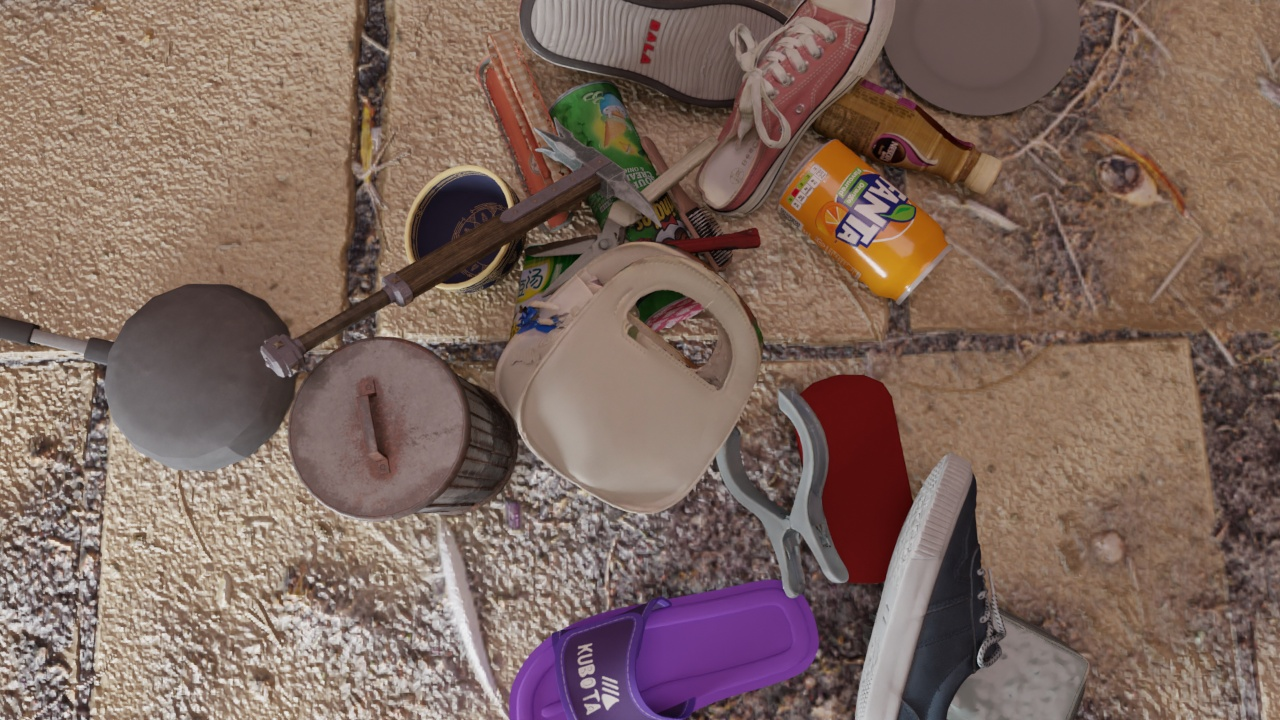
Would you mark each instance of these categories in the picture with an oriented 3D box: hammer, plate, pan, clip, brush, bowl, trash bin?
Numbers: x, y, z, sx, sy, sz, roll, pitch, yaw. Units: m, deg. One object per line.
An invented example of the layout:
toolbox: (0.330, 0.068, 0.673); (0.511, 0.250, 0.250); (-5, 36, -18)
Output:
hammer: (-0.135, -0.077, 0.688); (0.316, 0.028, 0.147); (-36, 61, -27)
plate: (0.313, -0.308, 0.850); (0.178, 0.012, 0.178); (-1, 81, 4)
pan: (-0.496, -0.007, 0.851); (0.357, 0.041, 0.178); (13, 82, 7)
clip: (0.137, 0.096, 0.743); (0.142, 0.029, 0.171); (-41, 63, 34)
brush: (0.181, 0.100, 0.779); (0.082, 0.042, 0.173); (-9, 80, 3)
bowl: (-0.148, -0.112, 0.826); (0.113, 0.061, 0.112); (-5, 78, 23)
brush: (0.043, -0.141, 0.810); (0.015, 0.049, 0.135); (-30, 96, 27)
trash bin: (-0.178, 0.061, 0.728); (0.131, 0.211, 0.130); (-1, 80, 4)

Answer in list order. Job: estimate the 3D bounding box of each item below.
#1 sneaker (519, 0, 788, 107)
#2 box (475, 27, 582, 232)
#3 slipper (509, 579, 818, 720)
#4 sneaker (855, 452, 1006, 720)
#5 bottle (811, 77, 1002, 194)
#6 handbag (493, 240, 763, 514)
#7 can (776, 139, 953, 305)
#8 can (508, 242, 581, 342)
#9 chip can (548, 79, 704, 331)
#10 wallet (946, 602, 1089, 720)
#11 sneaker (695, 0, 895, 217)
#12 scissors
sneaker: (0.016, -0.301, 0.838); (0.263, 0.128, 0.097); (5, 119, -16)
box: (-0.103, -0.211, 0.843); (0.043, 0.083, 0.187); (-19, 77, -18)
slipper: (0.013, 0.244, 0.739); (0.266, 0.084, 0.107); (-18, 69, 0)
sneaker: (0.230, 0.190, 0.695); (0.087, 0.089, 0.235); (15, 88, 10)
bottle: (0.237, -0.197, 0.814); (0.166, 0.059, 0.059); (28, 84, 8)
handbag: (-0.004, 0.004, 0.746); (0.200, 0.093, 0.199); (39, 94, -29)
can: (0.192, -0.120, 0.795); (0.142, 0.079, 0.079); (43, 86, 10)
can: (-0.078, -0.039, 0.810); (0.067, 0.067, 0.121); (9, 81, 6)
chip can: (-0.009, -0.140, 0.819); (0.075, 0.075, 0.223); (-24, 79, 0)
wallet: (0.281, 0.253, 0.742); (0.132, 0.054, 0.100); (28, 76, 11)
sneaker: (0.116, -0.233, 0.776); (0.118, 0.087, 0.241); (44, 110, 31)
scissors: (0.009, -0.114, 0.767); (0.193, 0.015, 0.179); (19, 82, 7)
